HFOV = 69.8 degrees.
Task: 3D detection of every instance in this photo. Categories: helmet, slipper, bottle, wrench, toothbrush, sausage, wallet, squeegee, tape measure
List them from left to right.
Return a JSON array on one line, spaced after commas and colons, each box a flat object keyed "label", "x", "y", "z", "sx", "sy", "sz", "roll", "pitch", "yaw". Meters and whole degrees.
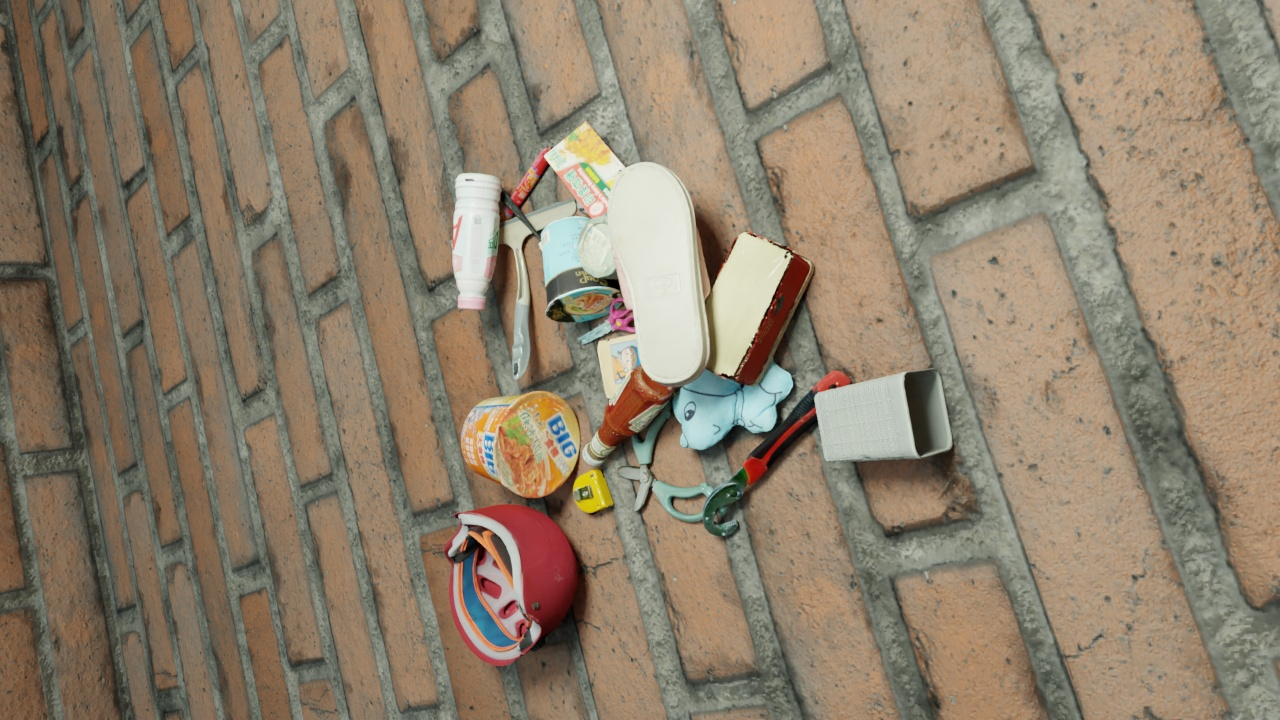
[{"label": "bottle", "x": -0.244, "y": -0.173, "z": 1.352, "sx": 0.068, "sy": 0.068, "sz": 0.197, "roll": 5, "pitch": 92, "yaw": 39}, {"label": "helmet", "x": -0.177, "y": 0.315, "z": 1.329, "sx": 0.207, "sy": 0.143, "sz": 0.241, "roll": 43, "pitch": 132, "yaw": 29}, {"label": "squeegee", "x": -0.178, "y": -0.089, "z": 1.359, "sx": 0.247, "sy": 0.039, "sz": 0.246, "roll": -13, "pitch": 75, "yaw": 32}, {"label": "toothbrush", "x": -0.176, "y": -0.211, "z": 1.345, "sx": 0.181, "sy": 0.018, "sz": 0.016, "roll": 50, "pitch": 117, "yaw": 31}, {"label": "sausage", "x": -0.171, "y": -0.258, "z": 1.364, "sx": 0.156, "sy": 0.020, "sz": 0.020, "roll": -49, "pitch": 63, "yaw": 30}, {"label": "tape measure", "x": -0.071, "y": 0.188, "z": 1.303, "sx": 0.057, "sy": 0.028, "sz": 0.060, "roll": -29, "pitch": 74, "yaw": 37}, {"label": "bottle", "x": -0.023, "y": 0.079, "z": 1.217, "sx": 0.059, "sy": 0.059, "sz": 0.207, "roll": 59, "pitch": 139, "yaw": 20}, {"label": "wallet", "x": -0.007, "y": 0.007, "z": 1.246, "sx": 0.115, "sy": 0.024, "sz": 0.087, "roll": -10, "pitch": 81, "yaw": 38}, {"label": "slipper", "x": 0.026, "y": -0.102, "z": 1.080, "sx": 0.114, "sy": 0.054, "sz": 0.274, "roll": -16, "pitch": 78, "yaw": 19}, {"label": "wrench", "x": 0.157, "y": 0.114, "z": 1.106, "sx": 0.274, "sy": 0.056, "sz": 0.016, "roll": -55, "pitch": 19, "yaw": 25}]

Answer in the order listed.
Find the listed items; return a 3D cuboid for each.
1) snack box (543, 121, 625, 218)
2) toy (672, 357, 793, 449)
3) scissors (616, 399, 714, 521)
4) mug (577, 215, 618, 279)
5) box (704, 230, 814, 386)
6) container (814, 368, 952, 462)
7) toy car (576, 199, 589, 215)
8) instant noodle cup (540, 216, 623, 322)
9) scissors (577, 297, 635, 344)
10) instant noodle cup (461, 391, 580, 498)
[{"label": "snack box", "x": -0.063, "y": -0.251, "z": 1.238, "sx": 0.077, "sy": 0.027, "sz": 0.155, "roll": -39, "pitch": 56, "yaw": 5}, {"label": "toy", "x": 0.104, "y": 0.048, "z": 1.140, "sx": 0.156, "sy": 0.049, "sz": 0.161, "roll": 27, "pitch": 100, "yaw": 36}, {"label": "scissors", "x": 0.037, "y": 0.132, "z": 1.219, "sx": 0.174, "sy": 0.019, "sz": 0.170, "roll": 13, "pitch": 102, "yaw": 39}, {"label": "mug", "x": -0.008, "y": -0.159, "z": 1.184, "sx": 0.124, "sy": 0.103, "sz": 0.083, "roll": -51, "pitch": 62, "yaw": 30}, {"label": "box", "x": 0.121, "y": -0.062, "z": 1.077, "sx": 0.091, "sy": 0.079, "sz": 0.168, "roll": 29, "pitch": 96, "yaw": 34}, {"label": "container", "x": 0.259, "y": 0.063, "z": 0.992, "sx": 0.115, "sy": 0.090, "sz": 0.090, "roll": -13, "pitch": 84, "yaw": 42}, {"label": "toy car", "x": -0.049, "y": -0.222, "z": 1.258, "sx": 0.091, "sy": 0.034, "sz": 0.043, "roll": 1, "pitch": 90, "yaw": 38}, {"label": "instant noodle cup", "x": -0.086, "y": -0.128, "z": 1.256, "sx": 0.111, "sy": 0.111, "sz": 0.120, "roll": -27, "pitch": 67, "yaw": 37}, {"label": "scissors", "x": -0.047, "y": -0.049, "z": 1.267, "sx": 0.136, "sy": 0.017, "sz": 0.063, "roll": -21, "pitch": 118, "yaw": 44}, {"label": "instant noodle cup", "x": -0.179, "y": 0.116, "z": 1.317, "sx": 0.112, "sy": 0.151, "sz": 0.151, "roll": 3, "pitch": 94, "yaw": 47}]
